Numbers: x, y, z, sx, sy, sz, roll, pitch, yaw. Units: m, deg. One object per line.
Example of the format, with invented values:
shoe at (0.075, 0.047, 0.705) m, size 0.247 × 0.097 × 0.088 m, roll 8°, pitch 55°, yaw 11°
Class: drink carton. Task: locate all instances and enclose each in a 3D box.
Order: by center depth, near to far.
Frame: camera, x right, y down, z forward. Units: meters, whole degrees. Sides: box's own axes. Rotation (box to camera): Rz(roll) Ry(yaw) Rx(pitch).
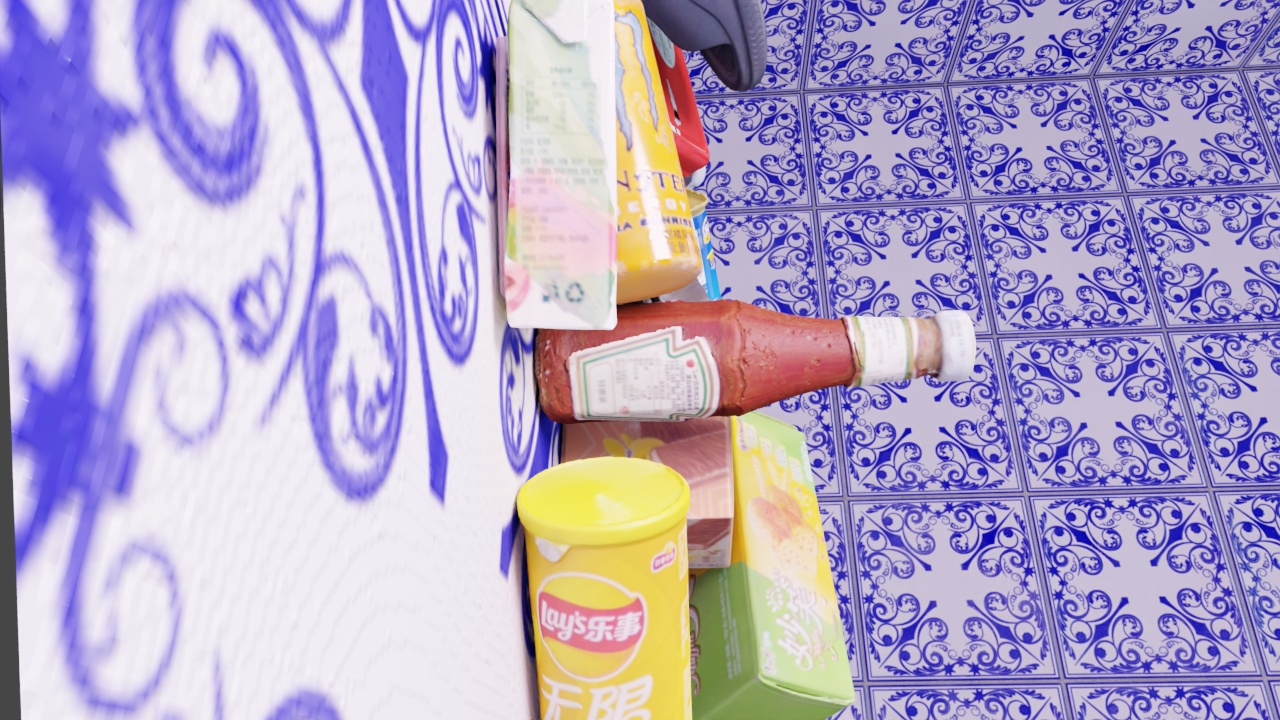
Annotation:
drink carton at (-0.033, -0.074, 0.360) m, size 0.053 × 0.045 × 0.122 m, roll -139°, pitch -132°, yaw -81°

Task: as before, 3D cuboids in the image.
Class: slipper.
slipper at (-0.010, -0.271, 0.539) m, size 0.268 × 0.083 × 0.110 m, roll 59°, pitch 1°, yaw -34°

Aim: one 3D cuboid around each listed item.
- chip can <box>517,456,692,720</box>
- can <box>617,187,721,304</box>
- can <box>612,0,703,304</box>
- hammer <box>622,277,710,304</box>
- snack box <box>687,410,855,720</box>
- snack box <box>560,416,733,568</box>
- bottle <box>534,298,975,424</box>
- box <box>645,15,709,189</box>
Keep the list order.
chip can at (-0.010, 0.153, 0.406) m, size 0.072 × 0.072 × 0.213 m, roll -81°, pitch 168°, yaw -73°
can at (0.008, -0.070, 0.614) m, size 0.102 × 0.057 × 0.083 m, roll 32°, pitch -38°, yaw 53°
can at (-0.014, -0.102, 0.426) m, size 0.058 × 0.058 × 0.146 m, roll 69°, pitch 8°, yaw -80°
hammer at (-0.004, 0.004, 0.615) m, size 0.126 × 0.031 × 0.324 m, roll 50°, pitch -17°, yaw 19°
snack box at (0.054, 0.158, 0.624) m, size 0.158 × 0.070 × 0.209 m, roll -52°, pitch -154°, yaw 38°
snack box at (0.006, 0.073, 0.539) m, size 0.093 × 0.094 × 0.077 m, roll 83°, pitch 7°, yaw -61°
bottle at (0.054, -0.002, 0.445) m, size 0.060 × 0.206 × 0.060 m, roll 0°, pitch 87°, yaw -87°
box at (0.002, -0.219, 0.684) m, size 0.154 × 0.074 × 0.201 m, roll 83°, pitch -6°, yaw -77°
